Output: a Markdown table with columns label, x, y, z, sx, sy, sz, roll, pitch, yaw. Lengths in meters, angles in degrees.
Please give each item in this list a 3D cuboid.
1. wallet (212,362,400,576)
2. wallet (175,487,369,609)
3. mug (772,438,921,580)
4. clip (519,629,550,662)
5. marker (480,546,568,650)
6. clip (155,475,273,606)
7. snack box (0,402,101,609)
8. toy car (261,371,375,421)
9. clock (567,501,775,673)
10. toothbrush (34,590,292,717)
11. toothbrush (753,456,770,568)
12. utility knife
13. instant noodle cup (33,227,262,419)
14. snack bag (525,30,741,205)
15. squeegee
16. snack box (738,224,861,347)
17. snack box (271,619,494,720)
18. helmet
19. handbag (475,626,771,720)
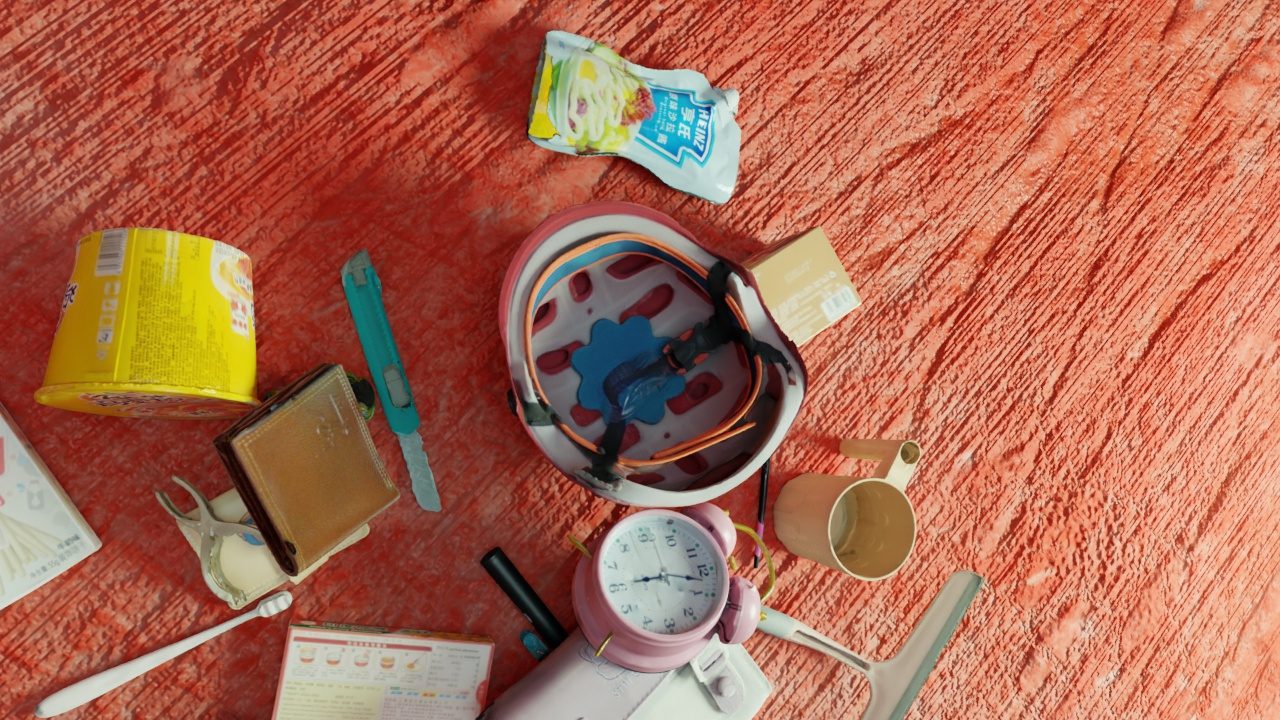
| label | x | y | z | sx | sy | sz | roll | pitch | yaw |
| --- | --- | --- | --- | --- | --- | --- | --- | --- | --- |
| wallet | -0.226 | 0.075 | 0.639 | 0.101 | 0.032 | 0.125 | -45 | 131 | -44 |
| wallet | -0.271 | 0.126 | 0.689 | 0.115 | 0.024 | 0.087 | -31 | 99 | -19 |
| mug | 0.182 | 0.123 | 0.799 | 0.084 | 0.104 | 0.124 | 32 | 78 | -15 |
| clip | -0.078 | 0.243 | 0.750 | 0.014 | 0.043 | 0.056 | -43 | 101 | -18 |
| marker | -0.083 | 0.207 | 0.750 | 0.022 | 0.020 | 0.132 | -38 | 100 | -5 |
| clip | -0.289 | 0.120 | 0.656 | 0.092 | 0.035 | 0.103 | -21 | 84 | -11 |
| snack box | -0.455 | 0.089 | 0.627 | 0.084 | 0.027 | 0.157 | -33 | 99 | -17 |
| toy car | -0.244 | 0.040 | 0.690 | 0.091 | 0.043 | 0.036 | -18 | 138 | -14 |
| clock | 0.028 | 0.166 | 0.695 | 0.158 | 0.060 | 0.117 | -6 | 59 | -21 |
| toothbrush | -0.342 | 0.212 | 0.664 | 0.179 | 0.016 | 0.016 | -23 | 93 | -18 |
| toothbrush | 0.111 | 0.092 | 0.825 | 0.017 | 0.014 | 0.189 | 8 | 86 | -8 |
| utility knife | -0.195 | 0.018 | 0.724 | 0.029 | 0.013 | 0.216 | -18 | 94 | -18 |
| instant noodle cup | -0.326 | -0.022 | 0.624 | 0.138 | 0.138 | 0.109 | 3 | 77 | -19 |
| snack bag | 0.001 | -0.209 | 0.789 | 0.191 | 0.039 | 0.110 | 12 | 73 | -19 |
| squeegee | 0.136 | 0.242 | 0.814 | 0.249 | 0.040 | 0.248 | 27 | 97 | -10 |
| snack box | 0.115 | -0.054 | 0.789 | 0.092 | 0.094 | 0.077 | -33 | 98 | -17 |
| snack box | -0.196 | 0.247 | 0.707 | 0.155 | 0.027 | 0.077 | 11 | 85 | -18 |
| helmet | -0.004 | 0.004 | 0.725 | 0.206 | 0.144 | 0.240 | -33 | 83 | -13 |
| handbag | -0.010 | 0.269 | 0.716 | 0.196 | 0.099 | 0.145 | -37 | 92 | -31 |
